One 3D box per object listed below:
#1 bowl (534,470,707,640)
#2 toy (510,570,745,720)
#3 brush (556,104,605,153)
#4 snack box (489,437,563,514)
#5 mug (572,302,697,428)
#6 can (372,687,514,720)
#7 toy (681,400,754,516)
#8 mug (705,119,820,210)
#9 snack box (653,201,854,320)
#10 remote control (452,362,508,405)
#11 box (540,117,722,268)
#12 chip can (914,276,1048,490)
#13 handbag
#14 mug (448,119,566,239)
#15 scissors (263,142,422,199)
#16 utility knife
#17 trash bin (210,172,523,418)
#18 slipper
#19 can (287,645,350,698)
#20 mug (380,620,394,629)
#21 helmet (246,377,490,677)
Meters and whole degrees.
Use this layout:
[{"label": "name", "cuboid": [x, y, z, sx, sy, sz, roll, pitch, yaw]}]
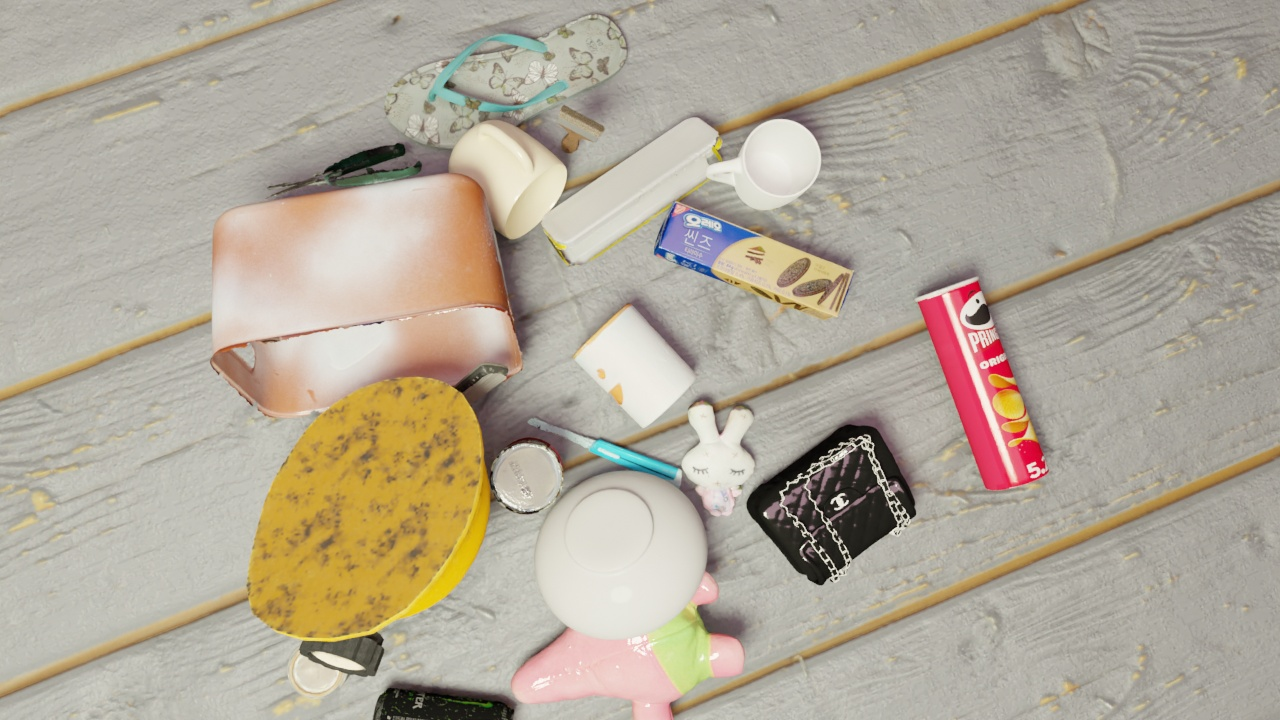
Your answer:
[{"label": "bowl", "cuboid": [-0.025, 0.179, 0.903, 0.177, 0.066, 0.176, -7, 53, 9]}, {"label": "toy", "cuboid": [-0.020, 0.295, 0.930, 0.237, 0.097, 0.192, -21, 79, 3]}, {"label": "brush", "cuboid": [-0.068, -0.228, 0.927, 0.045, 0.143, 0.008, 26, 86, -11]}, {"label": "snack box", "cuboid": [-0.112, 0.114, 0.916, 0.072, 0.121, 0.072, 0, 86, -6]}, {"label": "mug", "cuboid": [-0.006, 0.006, 0.950, 0.082, 0.082, 0.105, -44, 91, -6]}, {"label": "can", "cuboid": [-0.199, 0.366, 0.928, 0.137, 0.054, 0.054, 9, 86, -4]}, {"label": "toy", "cuboid": [0.084, 0.104, 0.974, 0.079, 0.038, 0.122, 1, 89, -11]}, {"label": "mug", "cuboid": [0.123, -0.200, 0.968, 0.114, 0.088, 0.081, -6, 87, -5]}, {"label": "snack box", "cuboid": [0.118, -0.103, 0.979, 0.207, 0.056, 0.057, 20, 86, -3]}, {"label": "remote control", "cuboid": [-0.182, 0.037, 0.919, 0.033, 0.137, 0.013, 10, 56, -43]}, {"label": "box", "cuboid": [-0.008, -0.181, 0.978, 0.210, 0.070, 0.067, -34, 69, -5]}, {"label": "chip can", "cuboid": [0.366, 0.025, 0.984, 0.069, 0.069, 0.220, -20, 89, -6]}, {"label": "handbag", "cuboid": [0.208, 0.152, 0.943, 0.153, 0.115, 0.125, -35, 92, -10]}, {"label": "mug", "cuboid": [-0.142, -0.197, 0.932, 0.100, 0.120, 0.096, 40, 70, 10]}, {"label": "scissors", "cuboid": [-0.264, -0.186, 0.884, 0.202, 0.202, 0.015, 0, 116, 25]}, {"label": "utility knife", "cuboid": [-0.038, 0.097, 0.977, 0.176, 0.015, 0.022, 20, 111, -1]}, {"label": "trash bin", "cuboid": [-0.254, -0.062, 0.875, 0.259, 0.182, 0.157, -10, 68, -4]}, {"label": "slipper", "cuboid": [-0.139, -0.295, 0.973, 0.268, 0.055, 0.098, -20, 91, -7]}, {"label": "can", "cuboid": [-0.295, 0.280, 0.885, 0.054, 0.136, 0.054, 0, 86, -4]}, {"label": "mug", "cuboid": [-0.251, 0.199, 0.919, 0.111, 0.084, 0.104, -33, 80, -4]}, {"label": "helmet", "cuboid": [-0.221, 0.153, 0.833, 0.205, 0.131, 0.254, 2, 54, 19]}]
